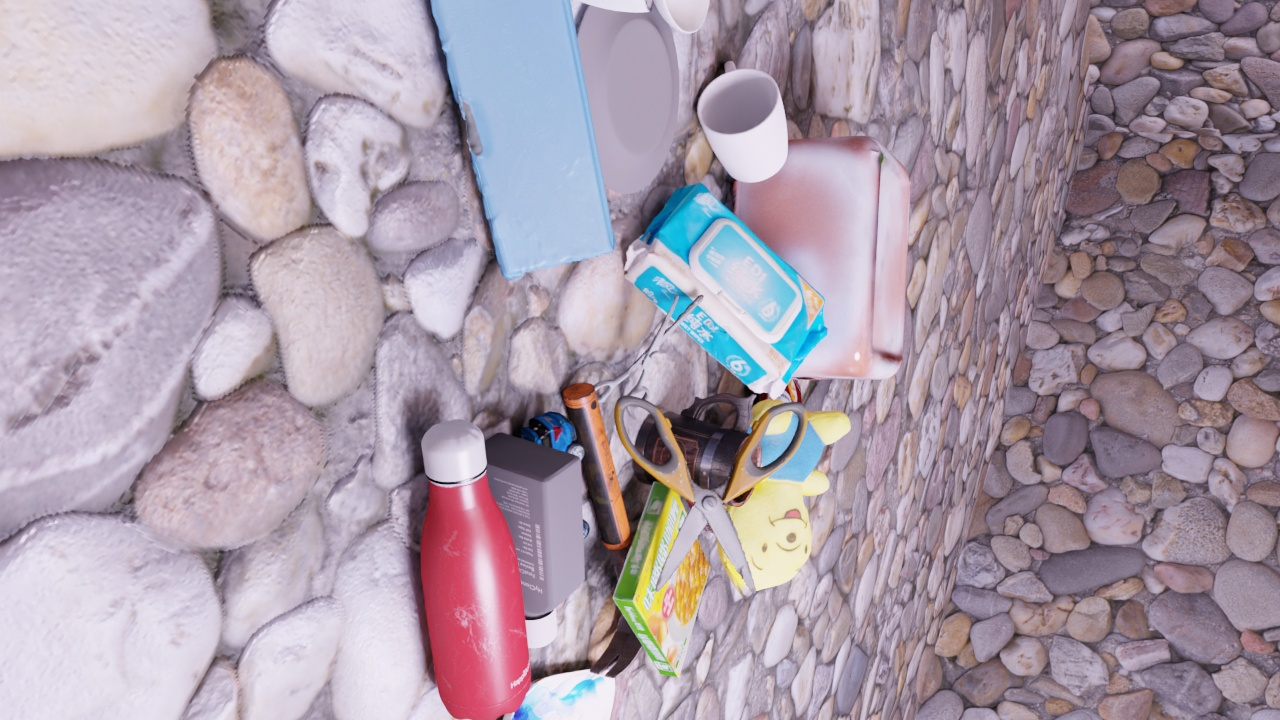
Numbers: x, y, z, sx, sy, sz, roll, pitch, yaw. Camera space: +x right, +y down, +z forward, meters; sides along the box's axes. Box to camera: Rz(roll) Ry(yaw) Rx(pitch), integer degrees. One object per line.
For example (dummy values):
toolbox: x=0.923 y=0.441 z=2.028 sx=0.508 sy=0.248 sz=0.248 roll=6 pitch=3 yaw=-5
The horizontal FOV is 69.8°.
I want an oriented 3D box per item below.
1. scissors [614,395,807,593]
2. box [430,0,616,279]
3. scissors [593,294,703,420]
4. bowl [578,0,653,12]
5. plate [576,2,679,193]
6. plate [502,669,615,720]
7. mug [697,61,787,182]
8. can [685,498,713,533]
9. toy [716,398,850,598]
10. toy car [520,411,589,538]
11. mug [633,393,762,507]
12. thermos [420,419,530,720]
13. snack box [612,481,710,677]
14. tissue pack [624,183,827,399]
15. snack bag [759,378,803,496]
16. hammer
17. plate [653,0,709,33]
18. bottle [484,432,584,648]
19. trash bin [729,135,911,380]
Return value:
scissors: x=0.072 y=0.110 z=0.863 sx=0.229 sy=0.016 sz=0.225 roll=-32 pitch=94 yaw=-8
box: x=-0.087 y=-0.190 z=0.666 sx=0.112 sy=0.094 sz=0.232 roll=-112 pitch=-171 yaw=-57
scissors: x=0.012 y=0.001 z=0.850 sx=0.141 sy=0.014 sz=0.147 roll=-37 pitch=151 yaw=1
bowl: x=-0.027 y=-0.309 z=0.659 sx=0.116 sy=0.066 sz=0.116 roll=0 pitch=89 yaw=-82
plate: x=-0.005 y=-0.234 z=0.793 sx=0.178 sy=0.012 sz=0.178 roll=-25 pitch=119 yaw=-56
plate: x=-0.093 y=0.387 z=0.877 sx=0.186 sy=0.016 sz=0.187 roll=23 pitch=81 yaw=-59
mug: x=0.105 y=-0.246 z=0.929 sx=0.087 sy=0.081 sz=0.114 roll=53 pitch=25 yaw=-59
can: x=0.080 y=0.155 z=1.041 sx=0.053 sy=0.054 sz=0.097 roll=-59 pitch=144 yaw=-29
toy: x=0.144 y=0.148 z=1.008 sx=0.148 sy=0.084 sz=0.214 roll=14 pitch=87 yaw=-38
toy car: x=-0.075 y=0.103 z=0.773 sx=0.043 sy=0.056 sz=0.120 roll=-14 pitch=109 yaw=-29
mug: x=0.062 y=0.082 z=0.932 sx=0.079 sy=0.107 sz=0.116 roll=5 pitch=96 yaw=-59
thermos: x=-0.127 y=0.156 z=0.684 sx=0.073 sy=0.073 sz=0.240 roll=-32 pitch=126 yaw=-50
snack box: x=0.027 y=0.224 z=0.932 sx=0.168 sy=0.027 sz=0.131 roll=67 pitch=35 yaw=-44
tissue pack: x=0.088 y=-0.064 z=0.873 sx=0.209 sy=0.066 sz=0.116 roll=43 pitch=58 yaw=-9
snack bag: x=0.181 y=0.071 z=1.150 sx=0.139 sy=0.067 sz=0.207 roll=50 pitch=42 yaw=-47
hammer: x=-0.032 y=0.163 z=0.872 sx=0.137 sy=0.035 sz=0.315 roll=-54 pitch=140 yaw=-47
plate: x=0.028 y=-0.338 z=0.799 sx=0.104 sy=0.026 sz=0.104 roll=-13 pitch=105 yaw=-60
bottle: x=-0.089 y=0.151 z=0.735 sx=0.046 sy=0.084 sz=0.174 roll=-32 pitch=128 yaw=-50
trash bin: x=0.203 y=-0.108 z=1.015 sx=0.181 sy=0.158 sz=0.259 roll=7 pitch=85 yaw=-60
